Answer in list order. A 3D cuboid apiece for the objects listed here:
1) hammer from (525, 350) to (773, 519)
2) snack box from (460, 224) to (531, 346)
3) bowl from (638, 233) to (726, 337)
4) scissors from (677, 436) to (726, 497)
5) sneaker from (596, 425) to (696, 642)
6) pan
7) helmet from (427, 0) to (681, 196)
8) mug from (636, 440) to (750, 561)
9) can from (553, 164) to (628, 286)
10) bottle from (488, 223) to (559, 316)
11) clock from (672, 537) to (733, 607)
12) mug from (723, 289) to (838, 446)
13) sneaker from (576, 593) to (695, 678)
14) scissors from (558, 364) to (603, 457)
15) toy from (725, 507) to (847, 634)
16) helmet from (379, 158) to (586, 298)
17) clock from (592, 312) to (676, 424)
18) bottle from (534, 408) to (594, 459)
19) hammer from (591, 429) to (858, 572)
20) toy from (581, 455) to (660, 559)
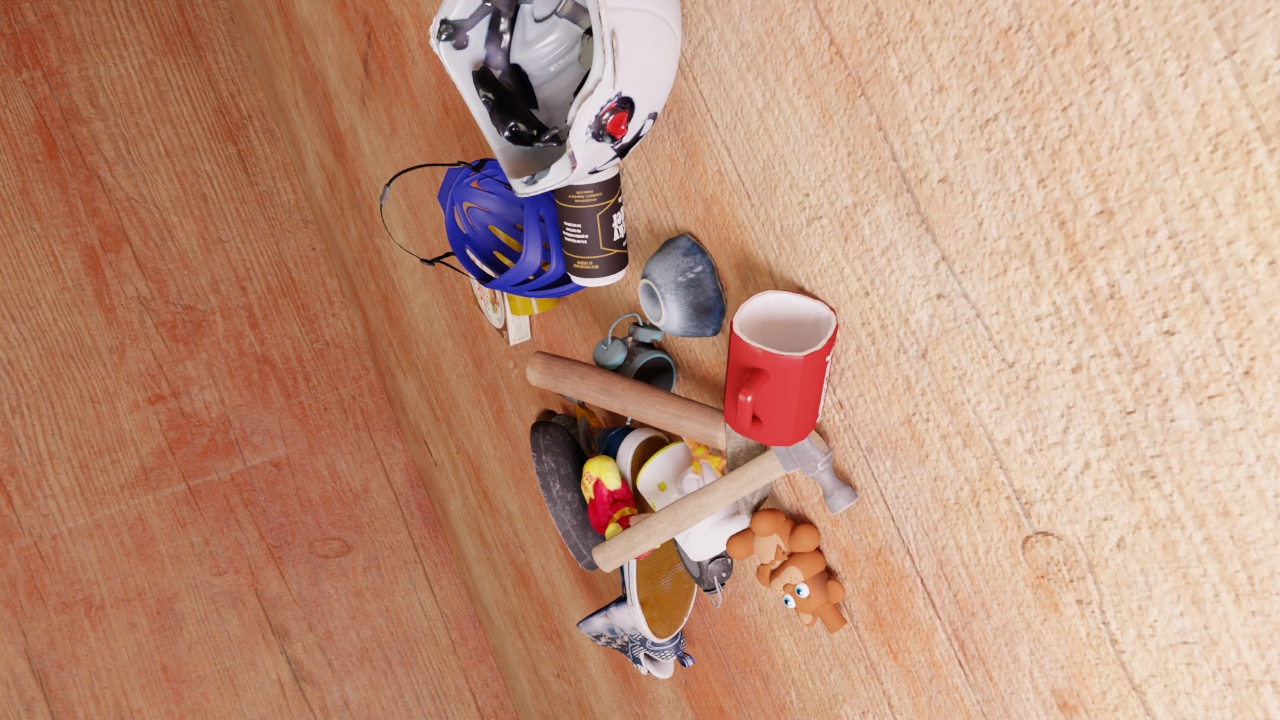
[{"bbox_3d":[0.003,0.049,0.938,0.301,0.037,0.158,18,129,31],"label":"hammer"},{"bbox_3d":[-0.223,-0.120,1.423,0.147,0.041,0.143,46,148,42],"label":"snack box"},{"bbox_3d":[0.033,-0.066,0.903,0.110,0.055,0.111,48,150,40],"label":"bowl"},{"bbox_3d":[0.054,0.102,0.973,0.133,0.084,0.012,55,174,33],"label":"scissors"},{"bbox_3d":[-0.006,0.213,1.160,0.127,0.120,0.295,11,117,49],"label":"sneaker"},{"bbox_3d":[-0.057,0.209,1.224,0.357,0.040,0.207,58,-169,-50],"label":"pan"},{"bbox_3d":[-0.053,-0.279,0.776,0.236,0.163,0.265,57,148,16],"label":"helmet"},{"bbox_3d":[0.057,0.152,0.999,0.106,0.082,0.083,52,151,33],"label":"mug"},{"bbox_3d":[-0.053,-0.151,0.994,0.072,0.071,0.129,39,143,49],"label":"can"},{"bbox_3d":[-0.160,-0.148,1.231,0.071,0.071,0.164,24,131,59],"label":"bottle"},{"bbox_3d":[0.076,0.220,1.057,0.122,0.043,0.091,59,162,29],"label":"clock"},{"bbox_3d":[0.105,0.015,0.739,0.080,0.116,0.097,21,134,23],"label":"mug"},{"bbox_3d":[-0.003,0.403,1.331,0.132,0.103,0.270,58,152,10],"label":"sneaker"},{"bbox_3d":[-0.075,0.039,1.241,0.225,0.016,0.166,-125,47,-59],"label":"scissors"},{"bbox_3d":[0.145,0.204,0.875,0.127,0.065,0.095,55,135,25],"label":"toy"},{"bbox_3d":[-0.179,-0.156,1.072,0.241,0.227,0.148,38,113,28],"label":"helmet"},{"bbox_3d":[-0.006,0.006,1.009,0.053,0.089,0.124,26,137,42],"label":"clock"},{"bbox_3d":[-0.111,0.117,1.347,0.157,0.067,0.068,39,143,49],"label":"bottle"},{"bbox_3d":[0.055,0.142,0.887,0.332,0.030,0.119,-38,84,44],"label":"hammer"},{"bbox_3d":[-0.029,0.172,1.038,0.137,0.067,0.106,48,144,39],"label":"toy"}]
